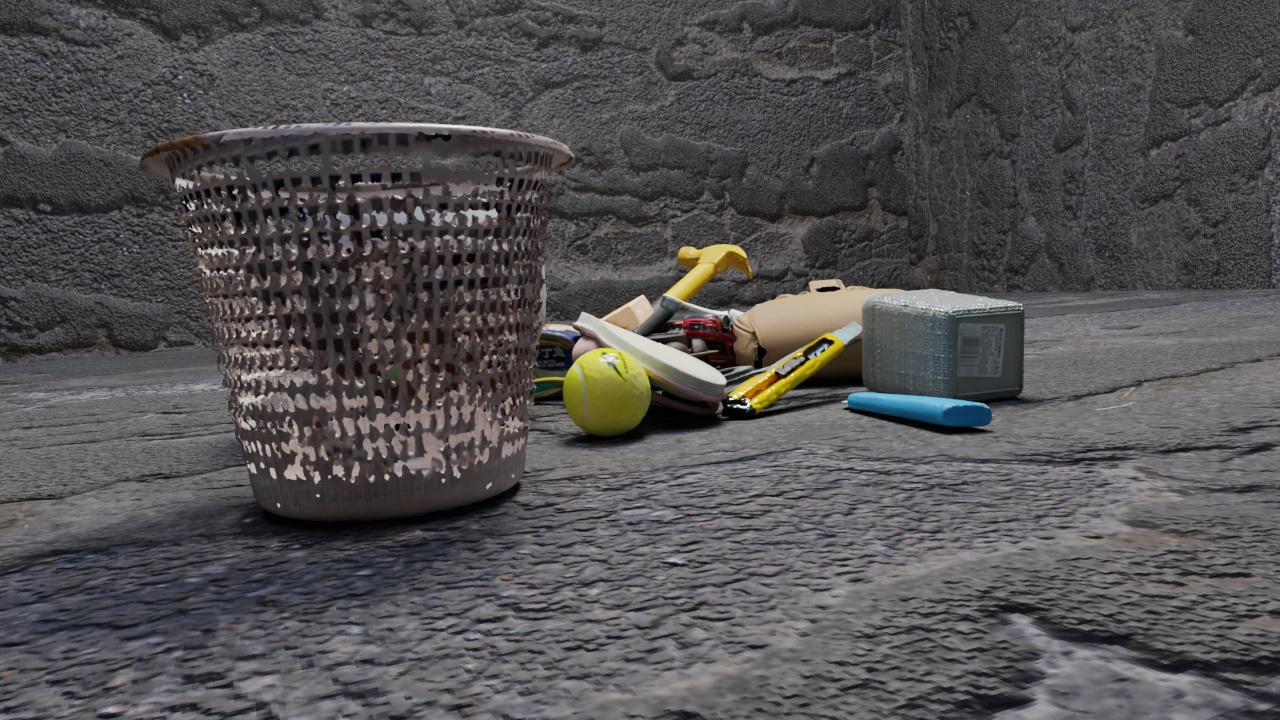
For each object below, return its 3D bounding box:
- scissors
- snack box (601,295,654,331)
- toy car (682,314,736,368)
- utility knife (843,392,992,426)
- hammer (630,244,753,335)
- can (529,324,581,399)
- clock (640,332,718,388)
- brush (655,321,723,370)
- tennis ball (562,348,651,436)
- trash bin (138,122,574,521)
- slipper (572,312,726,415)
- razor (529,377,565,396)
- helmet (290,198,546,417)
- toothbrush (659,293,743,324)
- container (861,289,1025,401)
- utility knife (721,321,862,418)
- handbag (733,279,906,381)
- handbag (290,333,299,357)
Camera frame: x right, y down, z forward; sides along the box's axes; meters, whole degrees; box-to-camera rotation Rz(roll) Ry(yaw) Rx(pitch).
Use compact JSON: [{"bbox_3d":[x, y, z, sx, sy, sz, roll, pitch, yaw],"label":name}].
[{"bbox_3d":[0.123,0.007,0.833,0.160,0.014,0.178,-9,16,32],"label":"scissors"},{"bbox_3d":[-0.063,-0.018,1.001,0.157,0.026,0.084,-30,4,15],"label":"snack box"},{"bbox_3d":[0.093,-0.020,1.034,0.053,0.045,0.120,0,-19,39],"label":"toy car"},{"bbox_3d":[0.196,0.035,0.686,0.034,0.018,0.162,-2,2,-18],"label":"utility knife"},{"bbox_3d":[0.031,-0.066,1.124,0.129,0.033,0.299,4,35,41],"label":"hammer"},{"bbox_3d":[-0.119,0.003,0.945,0.148,0.074,0.049,-3,8,15],"label":"can"},{"bbox_3d":[0.025,-0.001,0.980,0.122,0.055,0.081,-4,4,32],"label":"clock"},{"bbox_3d":[0.042,-0.018,1.137,0.146,0.063,0.069,-2,18,29],"label":"brush"},{"bbox_3d":[-0.025,0.024,0.679,0.065,0.065,0.065,-3,5,0],"label":"tennis ball"},{"bbox_3d":[-0.145,-0.019,0.517,0.227,0.192,0.227,-3,5,0],"label":"trash bin"},{"bbox_3d":[-0.005,0.005,0.817,0.114,0.054,0.274,21,4,-20],"label":"slipper"},{"bbox_3d":[-0.087,0.030,0.893,0.133,0.028,0.043,-3,8,30],"label":"razor"},{"bbox_3d":[-0.186,-0.022,0.780,0.228,0.145,0.259,2,-31,-20],"label":"helmet"},{"bbox_3d":[0.130,-0.039,1.071,0.221,0.026,0.027,18,-2,-1],"label":"toothbrush"},{"bbox_3d":[0.258,-0.012,0.781,0.090,0.090,0.114,-6,9,-18],"label":"container"},{"bbox_3d":[0.135,0.002,0.782,0.033,0.015,0.191,23,40,39],"label":"utility knife"},{"bbox_3d":[0.198,-0.031,0.954,0.204,0.100,0.147,-5,9,6],"label":"handbag"},{"bbox_3d":[-0.249,-0.032,0.944,0.179,0.063,0.163,-13,-28,12],"label":"handbag"}]
